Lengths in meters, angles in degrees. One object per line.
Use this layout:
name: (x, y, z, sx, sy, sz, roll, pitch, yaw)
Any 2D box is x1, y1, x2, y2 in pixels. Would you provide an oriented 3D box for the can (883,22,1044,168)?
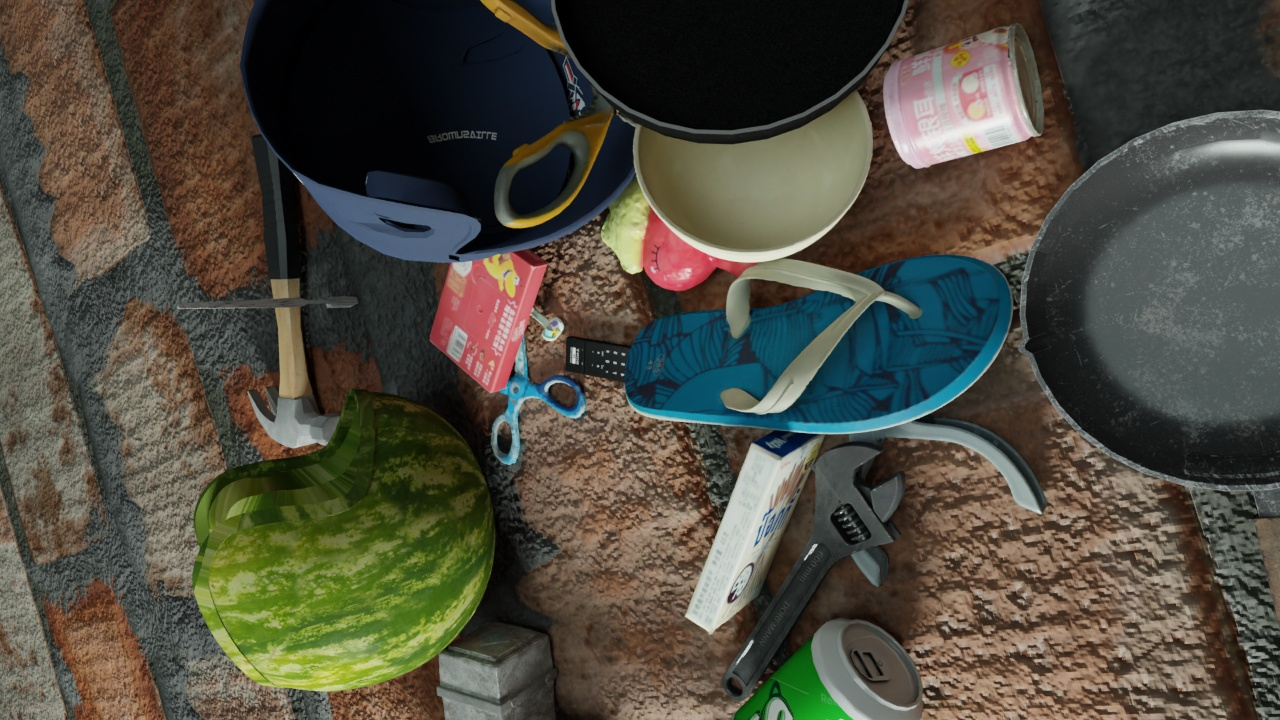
can: (0.192, -0.156, 0.547, 0.076, 0.067, 0.067, -10, 93, 35)

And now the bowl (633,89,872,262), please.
bowl: (0.074, -0.129, 0.614, 0.151, 0.075, 0.150, -2, 75, 7)

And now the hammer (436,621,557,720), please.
hammer: (-0.033, 0.342, 0.788, 0.327, 0.079, 0.177, 1, 99, 34)

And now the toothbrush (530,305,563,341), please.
toothbrush: (-0.126, -0.069, 0.813, 0.155, 0.015, 0.022, 40, 93, 22)

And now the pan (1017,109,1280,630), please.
pan: (0.338, 0.043, 0.503, 0.208, 0.040, 0.357, -14, 92, 35)

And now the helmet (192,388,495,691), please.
helmet: (-0.246, 0.161, 0.809, 0.243, 0.246, 0.213, 63, 161, -17)

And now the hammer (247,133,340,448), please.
hammer: (-0.375, -0.071, 0.973, 0.131, 0.039, 0.328, 4, 101, 35)

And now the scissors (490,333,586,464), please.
scissors: (-0.102, 0.034, 0.820, 0.140, 0.011, 0.134, 10, 103, 33)

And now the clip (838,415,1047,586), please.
clip: (0.192, 0.081, 0.616, 0.166, 0.032, 0.165, 14, 107, 31)

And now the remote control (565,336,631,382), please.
remote control: (-0.004, 0.004, 0.747, 0.140, 0.009, 0.030, 10, 104, 33)

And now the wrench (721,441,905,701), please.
wrench: (0.116, 0.164, 0.668, 0.073, 0.018, 0.274, 40, 128, 24)

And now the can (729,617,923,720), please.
can: (0.129, 0.255, 0.655, 0.088, 0.087, 0.140, 45, 120, 19)

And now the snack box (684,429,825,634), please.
snack box: (0.084, 0.118, 0.664, 0.026, 0.081, 0.150, 29, 113, 27)

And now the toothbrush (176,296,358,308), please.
toothbrush: (-0.348, -0.053, 0.868, 0.010, 0.181, 0.010, -21, 81, 38)

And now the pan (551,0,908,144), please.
pan: (0.056, -0.308, 0.594, 0.225, 0.034, 0.356, -2, 79, 8)

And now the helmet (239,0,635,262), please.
helmet: (-0.126, -0.184, 0.679, 0.272, 0.223, 0.232, -4, 85, 4)

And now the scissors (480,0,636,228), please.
scissors: (-0.041, -0.178, 0.617, 0.016, 0.225, 0.229, -12, 49, 59)

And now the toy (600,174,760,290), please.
toy: (0.033, -0.096, 0.680, 0.135, 0.045, 0.092, 18, 104, 23)

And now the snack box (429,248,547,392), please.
snack box: (-0.136, -0.049, 0.801, 0.089, 0.021, 0.133, 37, 122, 24)

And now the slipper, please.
slipper: (0.095, -0.009, 0.623, 0.296, 0.060, 0.118, -7, 70, 37)
